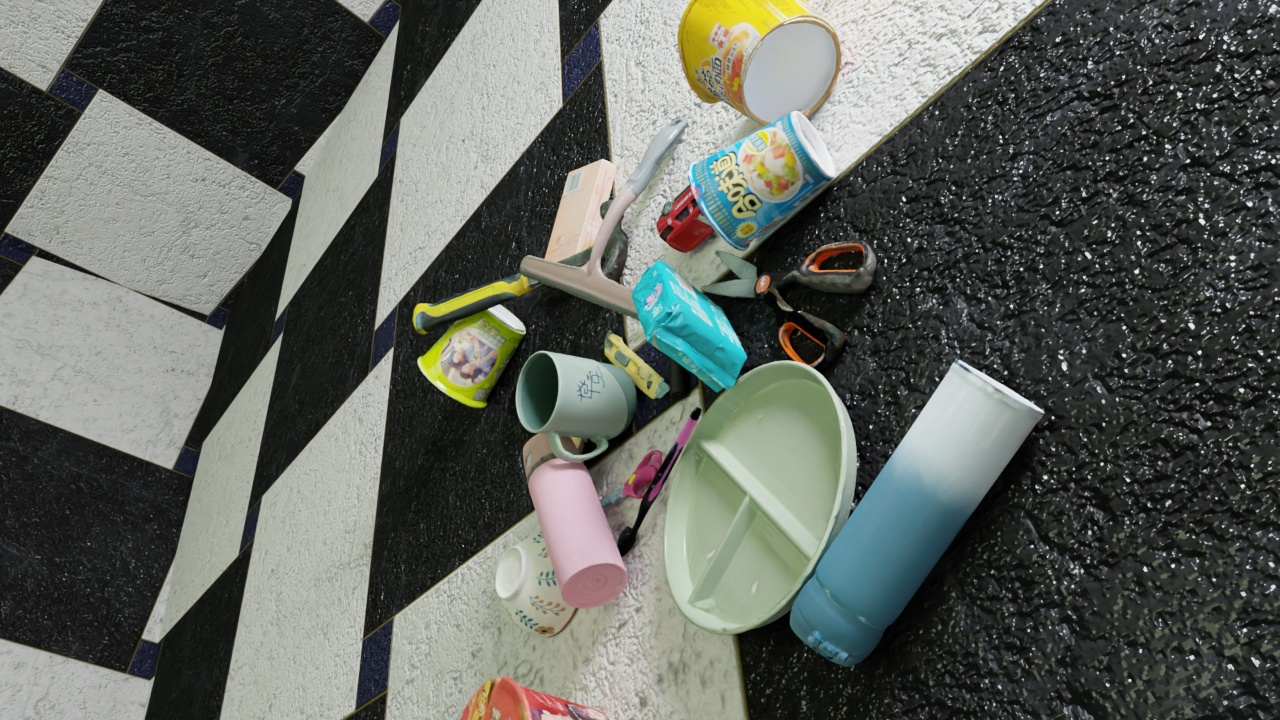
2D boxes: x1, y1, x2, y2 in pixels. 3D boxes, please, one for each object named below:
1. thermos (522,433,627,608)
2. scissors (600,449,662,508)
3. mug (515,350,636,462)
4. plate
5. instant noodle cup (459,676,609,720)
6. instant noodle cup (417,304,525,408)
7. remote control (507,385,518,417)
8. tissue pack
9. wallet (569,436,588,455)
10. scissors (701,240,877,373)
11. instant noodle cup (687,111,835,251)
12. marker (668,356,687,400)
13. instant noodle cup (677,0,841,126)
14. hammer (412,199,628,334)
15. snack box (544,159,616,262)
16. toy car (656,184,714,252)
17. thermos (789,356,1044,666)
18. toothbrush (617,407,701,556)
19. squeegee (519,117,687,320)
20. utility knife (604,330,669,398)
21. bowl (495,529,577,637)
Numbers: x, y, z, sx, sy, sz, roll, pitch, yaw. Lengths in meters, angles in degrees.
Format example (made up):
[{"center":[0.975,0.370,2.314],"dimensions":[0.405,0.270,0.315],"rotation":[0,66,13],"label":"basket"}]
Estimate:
[{"center":[-0.076,0.160,0.932],"dimensions":[0.087,0.067,0.198],"rotation":[-65,33,28],"label":"thermos"},{"center":[-0.019,0.134,0.931],"dimensions":[0.134,0.017,0.056],"rotation":[-40,27,42],"label":"scissors"},{"center":[-0.063,0.052,0.955],"dimensions":[0.082,0.106,0.111],"rotation":[-27,61,44],"label":"mug"},{"center":[0.093,0.110,0.749],"dimensions":[0.231,0.027,0.229],"rotation":[-42,35,39],"label":"plate"},{"center":[-0.090,0.357,0.811],"dimensions":[0.138,0.108,0.137],"rotation":[-34,45,42],"label":"instant noodle cup"},{"center":[-0.221,-0.016,1.247],"dimensions":[0.123,0.111,0.111],"rotation":[-51,35,10],"label":"instant noodle cup"},{"center":[-0.128,0.041,1.136],"dimensions":[0.137,0.024,0.053],"rotation":[-25,50,56],"label":"remote control"},{"center":[0.043,-0.031,0.844],"dimensions":[0.050,0.093,0.133],"rotation":[-48,23,15],"label":"tissue pack"},{"center":[-0.079,0.075,1.051],"dimensions":[0.087,0.024,0.115],"rotation":[-15,58,58],"label":"wallet"},{"center":[0.119,-0.054,0.833],"dimensions":[0.230,0.021,0.189],"rotation":[-21,55,49],"label":"scissors"},{"center":[0.115,-0.169,0.844],"dimensions":[0.110,0.099,0.099],"rotation":[-29,47,27],"label":"instant noodle cup"},{"center":[0.037,-0.021,0.938],"dimensions":[0.022,0.020,0.131],"rotation":[108,164,-59],"label":"marker"},{"center":[0.120,-0.297,0.886],"dimensions":[0.138,0.138,0.109],"rotation":[-54,43,21],"label":"instant noodle cup"},{"center":[-0.158,-0.093,1.160],"dimensions":[0.324,0.032,0.126],"rotation":[-18,59,25],"label":"hammer"},{"center":[-0.082,-0.181,1.204],"dimensions":[0.085,0.026,0.157],"rotation":[-4,68,54],"label":"snack box"},{"center":[0.067,-0.159,0.948],"dimensions":[0.121,0.053,0.045],"rotation":[-44,40,37],"label":"toy car"},{"center":[0.177,0.106,0.613],"dimensions":[0.221,0.070,0.070],"rotation":[-60,33,14],"label":"thermos"},{"center":[0.015,0.115,0.863],"dimensions":[0.017,0.014,0.190],"rotation":[-104,34,-56],"label":"toothbrush"},{"center":[-0.013,-0.184,1.062],"dimensions":[0.248,0.040,0.249],"rotation":[23,80,41],"label":"squeegee"},{"center":[-0.006,0.006,0.994],"dimensions":[0.166,0.018,0.031],"rotation":[38,113,53],"label":"utility knife"},{"center":[-0.114,0.230,0.971],"dimensions":[0.114,0.062,0.113],"rotation":[-36,43,41],"label":"bowl"}]
